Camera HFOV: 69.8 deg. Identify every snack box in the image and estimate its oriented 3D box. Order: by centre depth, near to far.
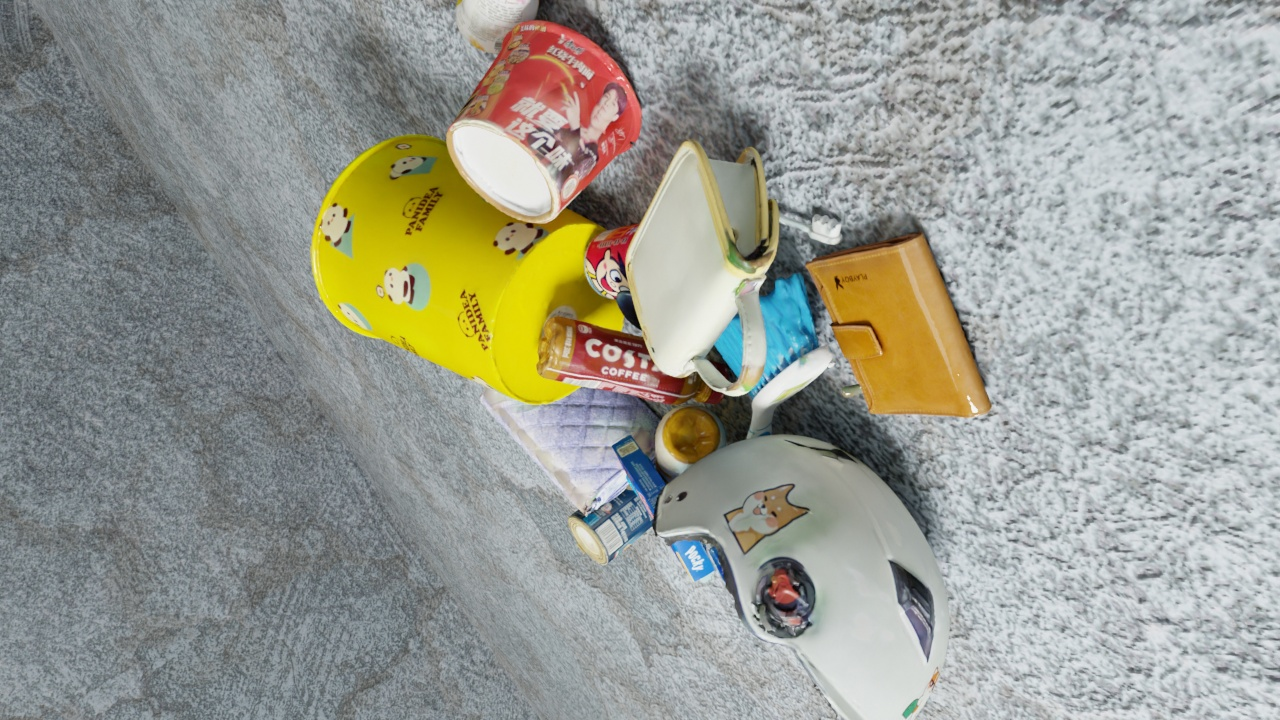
[{"bbox_3d":[0.019,0.142,0.903,0.084,0.026,0.157,63,173,-26],"label":"snack box"}]

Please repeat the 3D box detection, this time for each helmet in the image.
[{"bbox_3d":[0.151,0.161,0.745,0.274,0.157,0.230,44,-178,36],"label":"helmet"}]

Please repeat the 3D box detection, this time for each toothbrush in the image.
[{"bbox_3d":[0.080,-0.122,0.704,0.180,0.016,0.016,29,136,40],"label":"toothbrush"}]

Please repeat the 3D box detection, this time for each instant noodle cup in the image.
[{"bbox_3d":[-0.083,-0.187,0.750,0.138,0.108,0.138,26,154,14],"label":"instant noodle cup"}]

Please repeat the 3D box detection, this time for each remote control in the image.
[{"bbox_3d":[0.014,-0.036,0.823,0.053,0.024,0.136,9,173,19],"label":"remote control"}]

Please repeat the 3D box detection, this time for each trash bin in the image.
[{"bbox_3d":[-0.163,-0.087,0.933,0.255,0.229,0.230,26,143,34],"label":"trash bin"}]

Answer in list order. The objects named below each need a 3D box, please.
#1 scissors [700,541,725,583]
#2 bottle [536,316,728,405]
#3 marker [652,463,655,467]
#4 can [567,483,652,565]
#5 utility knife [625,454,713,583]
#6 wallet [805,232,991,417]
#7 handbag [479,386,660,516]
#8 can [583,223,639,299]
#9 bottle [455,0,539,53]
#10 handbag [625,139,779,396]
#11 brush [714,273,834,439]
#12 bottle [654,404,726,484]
[{"bbox_3d":[0.082,0.226,1.113,0.164,0.012,0.163,46,153,17],"label":"scissors"},{"bbox_3d":[-0.005,0.005,0.843,0.057,0.174,0.057,-168,91,-72],"label":"bottle"},{"bbox_3d":[0.044,0.141,1.070,0.146,0.016,0.017,16,134,51],"label":"marker"},{"bbox_3d":[-0.027,0.193,1.141,0.075,0.111,0.075,39,150,28],"label":"can"},{"bbox_3d":[0.040,0.191,1.056,0.018,0.034,0.238,29,156,46],"label":"utility knife"},{"bbox_3d":[0.177,-0.021,0.651,0.119,0.035,0.130,-8,112,57],"label":"wallet"},{"bbox_3d":[-0.074,0.071,1.052,0.194,0.134,0.076,45,152,21],"label":"handbag"},{"bbox_3d":[0.000,-0.088,0.818,0.094,0.066,0.066,2,124,57],"label":"can"},{"bbox_3d":[-0.113,-0.302,0.755,0.063,0.063,0.109,56,154,-3],"label":"bottle"},{"bbox_3d":[0.054,-0.048,0.670,0.164,0.063,0.178,122,141,-56],"label":"handbag"},{"bbox_3d":[0.102,0.030,0.802,0.109,0.060,0.315,61,165,11],"label":"brush"},{"bbox_3d":[0.048,0.101,0.941,0.068,0.068,0.190,47,167,15],"label":"bottle"}]
